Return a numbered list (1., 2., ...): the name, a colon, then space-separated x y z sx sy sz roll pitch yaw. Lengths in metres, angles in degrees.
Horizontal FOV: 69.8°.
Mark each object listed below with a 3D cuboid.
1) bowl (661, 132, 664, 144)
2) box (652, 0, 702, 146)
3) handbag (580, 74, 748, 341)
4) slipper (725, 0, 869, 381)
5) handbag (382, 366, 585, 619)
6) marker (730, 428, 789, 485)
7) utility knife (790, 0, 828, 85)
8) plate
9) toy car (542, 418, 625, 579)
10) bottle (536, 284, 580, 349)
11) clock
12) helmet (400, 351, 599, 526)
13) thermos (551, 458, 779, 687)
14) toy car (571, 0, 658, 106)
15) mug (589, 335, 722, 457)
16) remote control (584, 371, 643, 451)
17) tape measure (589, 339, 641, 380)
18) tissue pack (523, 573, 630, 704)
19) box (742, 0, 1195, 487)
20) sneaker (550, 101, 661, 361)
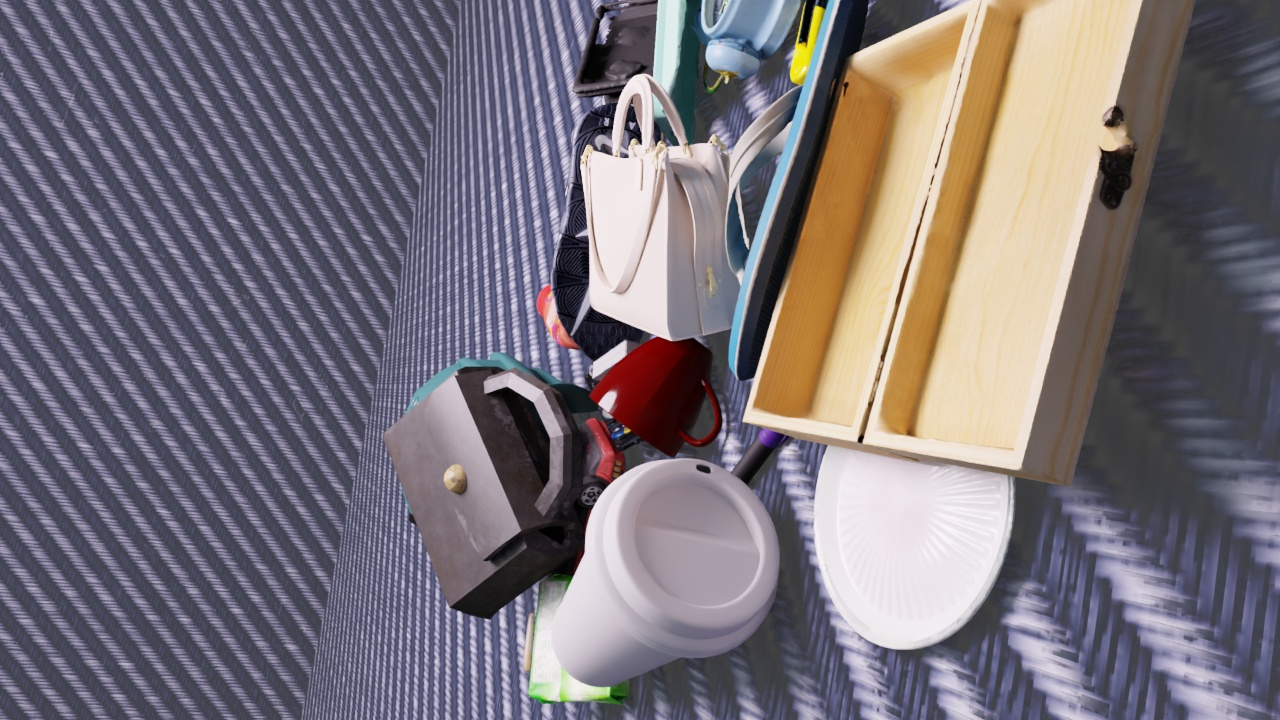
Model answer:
1. bowl: -0.031 -0.229 1.028 0.151 0.056 0.150 -167 90 -68
2. box: 0.035 -0.313 0.871 0.139 0.052 0.186 60 -149 -66
3. handbag: 0.010 -0.130 0.752 0.195 0.101 0.198 -153 52 -64
4. slipper: 0.093 -0.133 0.627 0.118 0.060 0.295 18 -91 -78
5. handbag: -0.128 0.100 0.816 0.200 0.102 0.197 -42 65 31
6. marker: 0.084 0.067 0.651 0.018 0.015 0.134 51 130 28
7. utility knife: 0.142 -0.297 0.715 0.029 0.020 0.172 -4 73 65
8. plate: 0.146 0.077 0.501 0.157 0.014 0.157 13 90 68
9. toy car: -0.058 0.153 0.881 0.081 0.056 0.190 -124 47 -60
10. bottle: -0.083 -0.056 1.066 0.134 0.048 0.071 -143 67 -66
11. clock: 0.090 -0.303 0.775 0.118 0.060 0.162 -100 25 -52
12. helmet: -0.160 0.090 1.015 0.275 0.176 0.200 3 85 54
13. thermos: 0.002 0.169 0.663 0.222 0.131 0.131 122 152 -53
14. toy car: -0.009 -0.315 0.979 0.071 0.094 0.191 73 -163 -45
15. mug: 0.027 0.025 0.745 0.114 0.087 0.088 36 90 38
16. remote control: -0.018 0.041 0.880 0.045 0.021 0.140 -30 30 0
17. tape measure: -0.005 0.005 0.833 0.060 0.062 0.020 -33 48 52
18. tissue pack: -0.052 0.241 0.800 0.100 0.034 0.113 -11 65 33
19. box: 0.154 -0.072 0.475 0.254 0.068 0.247 177 109 -77
20. sneaker: -0.038 -0.131 0.928 0.150 0.097 0.253 -101 16 -73
